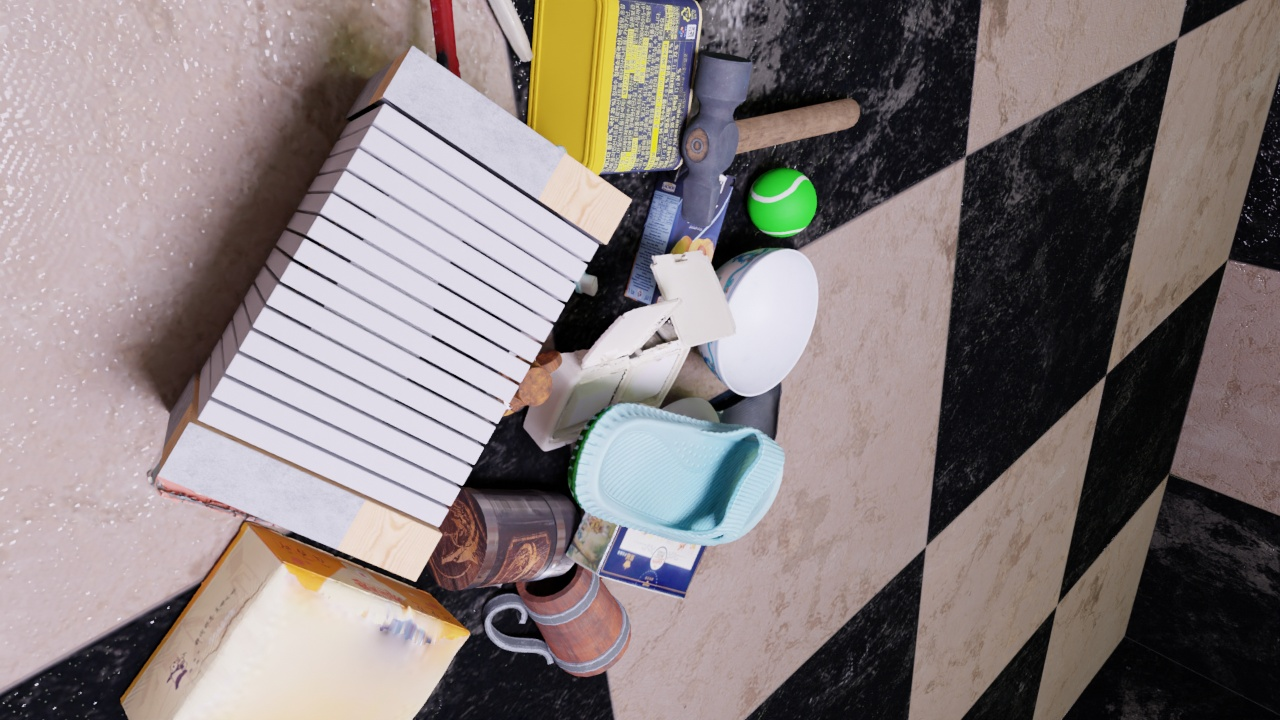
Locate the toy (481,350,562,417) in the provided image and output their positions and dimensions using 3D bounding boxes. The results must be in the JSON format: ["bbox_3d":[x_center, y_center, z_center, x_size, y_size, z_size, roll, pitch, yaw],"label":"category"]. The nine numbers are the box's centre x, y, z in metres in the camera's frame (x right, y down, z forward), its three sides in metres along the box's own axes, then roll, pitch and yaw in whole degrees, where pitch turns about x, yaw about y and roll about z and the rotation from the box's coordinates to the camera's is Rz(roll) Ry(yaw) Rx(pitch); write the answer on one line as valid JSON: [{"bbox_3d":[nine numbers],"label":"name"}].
[{"bbox_3d":[-0.104,0.014,0.678,0.087,0.113,0.067,-37,121,-27],"label":"toy"}]

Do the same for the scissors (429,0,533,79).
[{"bbox_3d":[-0.113,-0.251,0.579,0.179,0.015,0.198,15,77,-67],"label":"scissors"}]

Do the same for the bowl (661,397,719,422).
[{"bbox_3d":[0.032,0.109,0.892,0.149,0.043,0.150,-31,143,-28],"label":"bowl"}]

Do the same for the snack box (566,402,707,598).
[{"bbox_3d":[0.018,0.126,0.805,0.144,0.043,0.145,33,81,-51],"label":"snack box"}]

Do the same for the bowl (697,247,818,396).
[{"bbox_3d":[0.097,-0.046,0.881,0.143,0.074,0.144,-23,125,-38],"label":"bowl"}]

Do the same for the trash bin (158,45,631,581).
[{"bbox_3d":[-0.148,-0.030,0.545,0.142,0.142,0.247,31,86,-26],"label":"trash bin"}]

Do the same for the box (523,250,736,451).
[{"bbox_3d":[-0.004,0.005,0.759,0.143,0.080,0.181,-19,147,-40],"label":"box"}]

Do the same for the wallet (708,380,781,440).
[{"bbox_3d":[0.111,0.069,0.993,0.114,0.026,0.089,-26,128,-35],"label":"wallet"}]

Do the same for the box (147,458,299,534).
[{"bbox_3d":[-0.235,0.101,0.627,0.067,0.056,0.187,-37,141,18],"label":"box"}]

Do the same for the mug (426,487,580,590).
[{"bbox_3d":[-0.123,0.157,0.764,0.107,0.080,0.116,9,131,-49],"label":"mug"}]

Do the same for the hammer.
[{"bbox_3d":[0.128,-0.206,0.812,0.320,0.040,0.129,-28,135,-52],"label":"hammer"}]

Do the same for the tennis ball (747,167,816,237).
[{"bbox_3d":[0.134,-0.150,0.874,0.065,0.065,0.065,-23,125,-38],"label":"tennis ball"}]

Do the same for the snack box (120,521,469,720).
[{"bbox_3d":[-0.235,0.223,0.665,0.145,0.081,0.195,-56,139,-8],"label":"snack box"}]

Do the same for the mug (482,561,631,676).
[{"bbox_3d":[-0.079,0.237,0.850,0.117,0.081,0.111,-27,127,-5],"label":"mug"}]

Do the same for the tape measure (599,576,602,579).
[{"bbox_3d":[-0.040,0.183,0.898,0.051,0.019,0.059,-50,144,-18],"label":"tape measure"}]

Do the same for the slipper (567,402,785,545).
[{"bbox_3d":[0.050,0.100,0.743,0.275,0.069,0.116,21,92,-49],"label":"slipper"}]

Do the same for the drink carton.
[{"bbox_3d":[0.035,-0.111,0.810,0.064,0.040,0.130,4,107,-48],"label":"drink carton"}]

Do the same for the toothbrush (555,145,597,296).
[{"bbox_3d":[-0.050,-0.100,0.693,0.181,0.016,0.016,82,32,-62],"label":"toothbrush"}]

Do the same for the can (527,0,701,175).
[{"bbox_3d":[-0.018,-0.207,0.680,0.104,0.075,0.135,-15,120,-44],"label":"can"}]
